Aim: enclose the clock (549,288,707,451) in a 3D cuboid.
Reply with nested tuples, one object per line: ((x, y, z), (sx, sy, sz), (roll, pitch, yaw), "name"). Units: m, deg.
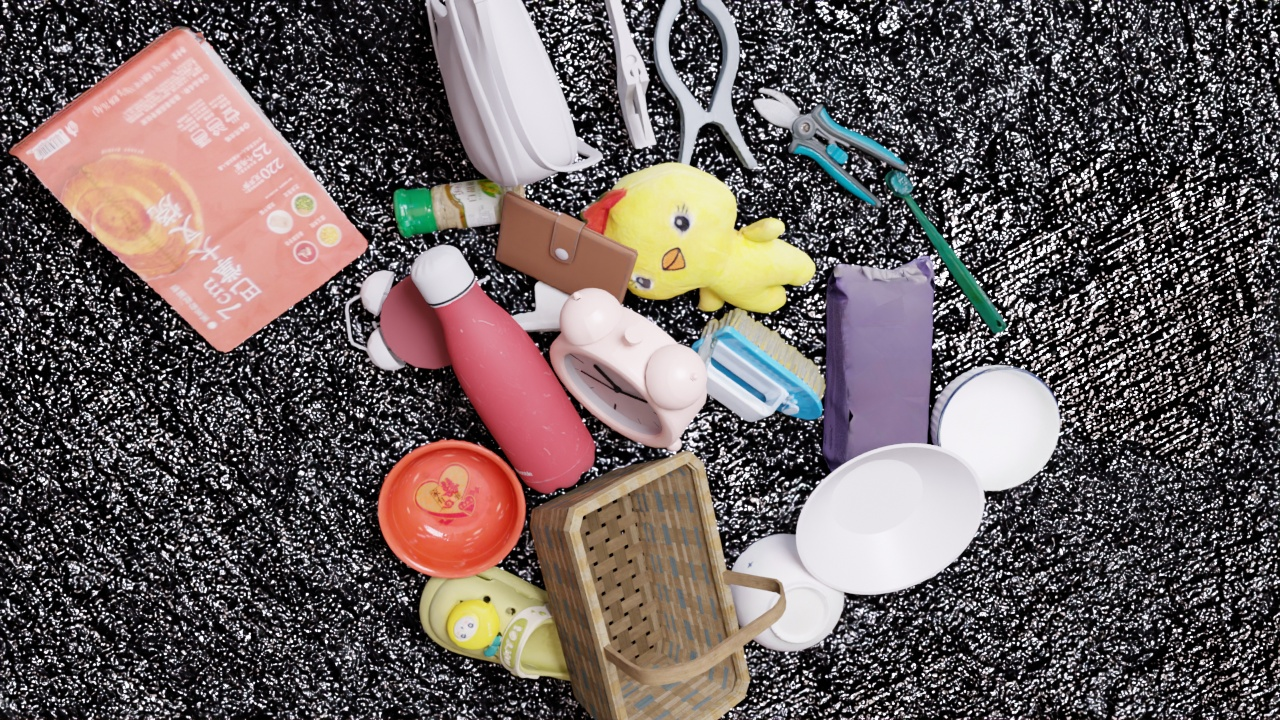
((-0.005, 0.004, 0.768), (0.131, 0.161, 0.086), (35, 74, 10), "clock")

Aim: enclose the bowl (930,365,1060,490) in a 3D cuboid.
((0.326, 0.058, 0.871), (0.118, 0.062, 0.118), (-1, 101, -6), "bowl")

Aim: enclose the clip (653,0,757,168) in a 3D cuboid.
((0.038, -0.237, 0.798), (0.106, 0.028, 0.163), (-15, 102, -2), "clip")

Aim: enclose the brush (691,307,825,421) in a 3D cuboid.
((0.110, 0.020, 0.828), (0.136, 0.056, 0.075), (34, 57, -20), "brush")

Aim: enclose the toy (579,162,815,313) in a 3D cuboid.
((0.049, -0.101, 0.791), (0.207, 0.092, 0.134), (27, 133, -13), "toy")

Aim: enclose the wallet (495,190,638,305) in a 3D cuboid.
((-0.066, -0.088, 0.779), (0.121, 0.088, 0.013), (26, 53, 4), "wallet")

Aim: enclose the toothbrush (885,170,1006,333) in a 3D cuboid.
((0.287, -0.100, 0.857), (0.016, 0.017, 0.190), (-39, 103, 3), "toothbrush")

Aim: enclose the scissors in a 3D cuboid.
((0.169, -0.189, 0.822), (0.131, 0.019, 0.150), (-11, 104, 7), "scissors")

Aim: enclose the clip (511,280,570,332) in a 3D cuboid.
((-0.076, -0.046, 0.821), (0.102, 0.057, 0.054), (-3, 126, -7), "clip")

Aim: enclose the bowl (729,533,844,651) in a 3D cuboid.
((0.145, 0.231, 0.886), (0.113, 0.063, 0.113), (-1, 101, -7), "bowl")

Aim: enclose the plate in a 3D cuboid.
((0.224, 0.137, 0.844), (0.174, 0.036, 0.174), (-3, 120, -6), "plate")

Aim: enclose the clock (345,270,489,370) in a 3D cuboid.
((-0.193, -0.037, 0.803), (0.124, 0.044, 0.087), (-4, 102, -5), "clock")

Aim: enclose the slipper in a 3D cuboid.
((-0.115, 0.258, 0.856), (0.190, 0.081, 0.092), (22, 101, -13), "slipper")

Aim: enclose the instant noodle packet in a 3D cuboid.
((-0.358, -0.133, 0.758), (0.164, 0.084, 0.221), (-38, 112, -3), "instant noodle packet")

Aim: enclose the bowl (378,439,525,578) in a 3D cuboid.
((-0.170, 0.130, 0.840), (0.130, 0.045, 0.130), (-1, 102, -6), "bowl")

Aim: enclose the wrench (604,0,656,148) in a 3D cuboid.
((-0.028, -0.313, 0.761), (0.018, 0.087, 0.273), (-14, 92, -4), "wrench")

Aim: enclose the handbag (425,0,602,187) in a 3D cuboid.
((-0.112, -0.246, 0.684), (0.095, 0.216, 0.223), (-24, 113, -11), "handbag")

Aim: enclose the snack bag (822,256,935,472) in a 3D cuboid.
((0.224, 0.010, 0.852), (0.096, 0.058, 0.205), (-3, 103, -5), "snack bag")

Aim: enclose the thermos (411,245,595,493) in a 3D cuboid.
((-0.117, 0.008, 0.773), (0.073, 0.073, 0.240), (-28, 121, 0), "thermos")

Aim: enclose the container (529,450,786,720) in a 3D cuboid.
((0.022, 0.215, 0.790), (0.157, 0.187, 0.250), (-22, 106, -36), "container")

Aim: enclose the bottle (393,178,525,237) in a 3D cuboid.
((-0.154, -0.133, 0.789), (0.111, 0.043, 0.043), (-9, 102, -5), "bottle")
